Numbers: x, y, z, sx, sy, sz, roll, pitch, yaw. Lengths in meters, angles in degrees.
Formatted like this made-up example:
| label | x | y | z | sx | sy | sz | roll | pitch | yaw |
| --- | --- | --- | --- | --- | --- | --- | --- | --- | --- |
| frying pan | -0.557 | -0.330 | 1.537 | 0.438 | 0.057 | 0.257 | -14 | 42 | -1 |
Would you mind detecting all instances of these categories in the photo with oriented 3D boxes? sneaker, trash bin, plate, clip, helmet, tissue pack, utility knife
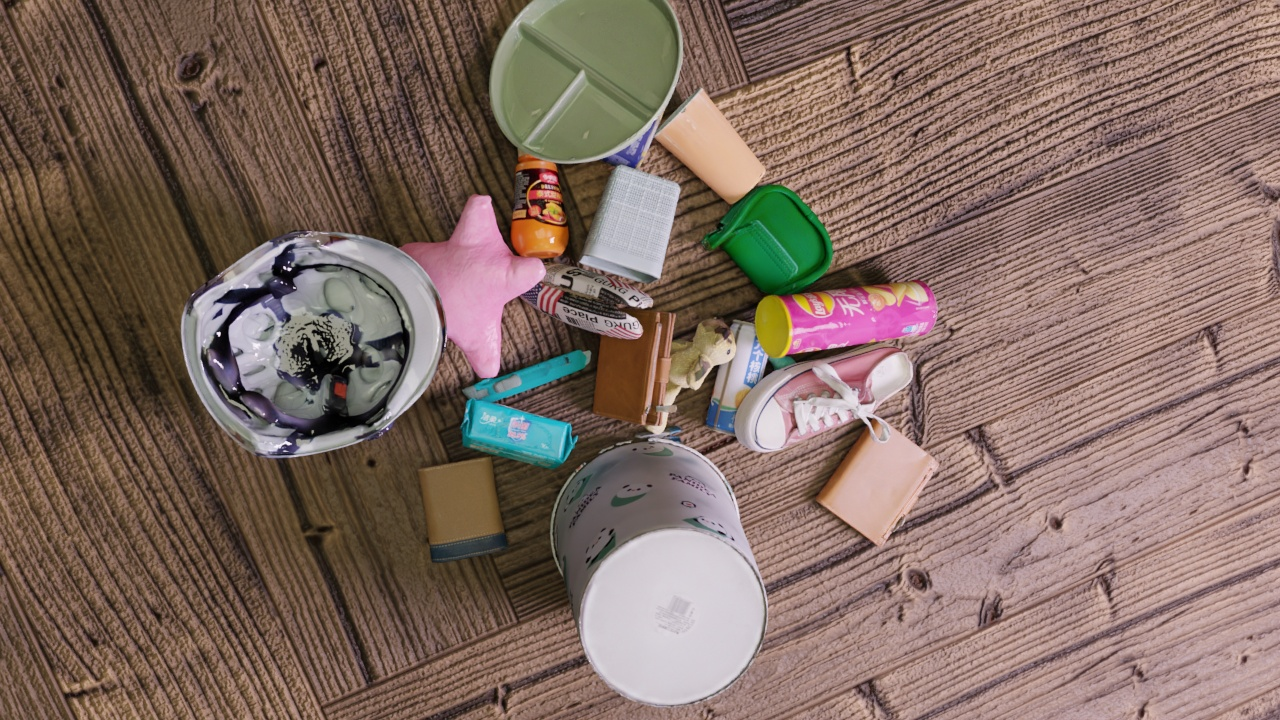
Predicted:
| label | x | y | z | sx | sy | sz | roll | pitch | yaw |
| --- | --- | --- | --- | --- | --- | --- | --- | --- | --- |
| sneaker | 0.227 | 0.045 | 1.074 | 0.240 | 0.088 | 0.118 | -21 | 110 | -17 |
| trash bin | 0.019 | 0.225 | 0.985 | 0.229 | 0.252 | 0.230 | -1 | 100 | -5 |
| plate | -0.061 | -0.321 | 1.018 | 0.230 | 0.027 | 0.230 | -4 | 76 | 18 |
| clip | 0.021 | 0.093 | 1.103 | 0.058 | 0.026 | 0.038 | -7 | 102 | -7 |
| helmet | -0.340 | -0.019 | 0.989 | 0.258 | 0.146 | 0.229 | -28 | 98 | -12 |
| tissue pack | -0.138 | 0.085 | 1.046 | 0.133 | 0.093 | 0.050 | 16 | 75 | -9 |
| utility knife | -0.132 | 0.019 | 1.084 | 0.157 | 0.013 | 0.029 | -20 | 97 | -6 |

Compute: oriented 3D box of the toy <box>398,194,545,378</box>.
| label | x | y | z | sx | sy | sz | roll | pitch | yaw |
| --- | --- | --- | --- | --- | --- | --- | --- | --- | --- |
| toy | -0.201 | -0.094 | 1.029 | 0.178 | 0.074 | 0.195 | 30 | 109 | 12 |

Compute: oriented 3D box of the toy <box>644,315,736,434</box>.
| label | x | y | z | sx | sy | sz | roll | pitch | yaw |
| --- | --- | --- | --- | --- | --- | --- | --- | --- | --- |
| toy | 0.053 | 0.018 | 1.071 | 0.066 | 0.105 | 0.157 | 32 | 106 | -21 |

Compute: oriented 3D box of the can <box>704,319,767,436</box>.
| label | x | y | z | sx | sy | sz | roll | pitch | yaw |
| --- | --- | --- | --- | --- | --- | --- | --- | --- | --- |
| can | 0.118 | 0.022 | 1.097 | 0.053 | 0.053 | 0.134 | 14 | 91 | -8 |

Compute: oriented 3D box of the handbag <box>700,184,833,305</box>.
| label | x | y | z | sx | sy | sz | roll | pitch | yaw |
| --- | --- | --- | --- | --- | --- | --- | --- | --- | --- |
| handbag | 0.153 | -0.135 | 1.085 | 0.120 | 0.068 | 0.131 | -44 | 97 | -3 |

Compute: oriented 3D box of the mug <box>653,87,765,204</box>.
| label | x | y | z | sx | sy | sz | roll | pitch | yaw |
| --- | --- | --- | --- | --- | --- | --- | --- | --- | --- |
| mug | 0.084 | -0.245 | 1.070 | 0.123 | 0.078 | 0.078 | 44 | 87 | -13 |

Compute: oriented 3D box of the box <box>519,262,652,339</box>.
| label | x | y | z | sx | sy | sz | roll | pitch | yaw |
| --- | --- | --- | --- | --- | --- | --- | --- | --- | --- |
| box | -0.071 | -0.061 | 1.036 | 0.163 | 0.075 | 0.082 | 20 | 102 | 19 |

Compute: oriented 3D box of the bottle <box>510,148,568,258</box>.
| label | x | y | z | sx | sy | sz | roll | pitch | yaw |
| --- | --- | --- | --- | --- | --- | --- | --- | --- | --- |
| bottle | -0.118 | -0.194 | 1.053 | 0.066 | 0.067 | 0.149 | -3 | 87 | -7 |

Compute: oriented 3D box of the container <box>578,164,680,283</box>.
| label | x | y | z | sx | sy | sz | roll | pitch | yaw |
| --- | --- | --- | --- | --- | --- | --- | --- | --- | --- |
| container | -0.010 | -0.156 | 1.053 | 0.090 | 0.090 | 0.111 | 17 | 89 | -9 |

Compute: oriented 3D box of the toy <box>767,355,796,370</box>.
| label | x | y | z | sx | sy | sz | roll | pitch | yaw |
| --- | --- | --- | --- | --- | --- | --- | --- | --- | --- |
| toy | 0.179 | 0.045 | 1.120 | 0.096 | 0.030 | 0.092 | 24 | 95 | -16 |

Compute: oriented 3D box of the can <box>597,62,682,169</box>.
| label | x | y | z | sx | sy | sz | roll | pitch | yaw |
| --- | --- | --- | --- | --- | --- | --- | --- | --- | --- |
| can | -0.001 | -0.290 | 1.053 | 0.049 | 0.074 | 0.148 | 22 | 89 | -11 |

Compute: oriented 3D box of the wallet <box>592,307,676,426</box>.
| label | x | y | z | sx | sy | sz | roll | pitch | yaw |
| --- | --- | --- | --- | --- | --- | --- | --- | --- | --- |
| wallet | -0.006 | 0.006 | 1.056 | 0.035 | 0.119 | 0.130 | 5 | 93 | -48 |

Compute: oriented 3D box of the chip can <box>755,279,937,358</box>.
| label | x | y | z | sx | sy | sz | roll | pitch | yaw |
| --- | --- | --- | --- | --- | --- | --- | --- | --- | --- |
| chip can | 0.242 | -0.051 | 1.073 | 0.210 | 0.071 | 0.071 | -8 | 94 | -22 |

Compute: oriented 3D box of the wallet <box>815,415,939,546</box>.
| label | x | y | z | sx | sy | sz | roll | pitch | yaw |
| --- | --- | --- | --- | --- | --- | --- | --- | --- | --- |
| wallet | 0.296 | 0.151 | 1.139 | 0.108 | 0.031 | 0.132 | 35 | 89 | -5 |

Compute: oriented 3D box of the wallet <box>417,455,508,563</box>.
| label | x | y | z | sx | sy | sz | roll | pitch | yaw |
| --- | --- | --- | --- | --- | --- | --- | --- | --- | --- |
| wallet | -0.209 | 0.174 | 1.075 | 0.090 | 0.033 | 0.115 | -10 | 94 | -9 |
